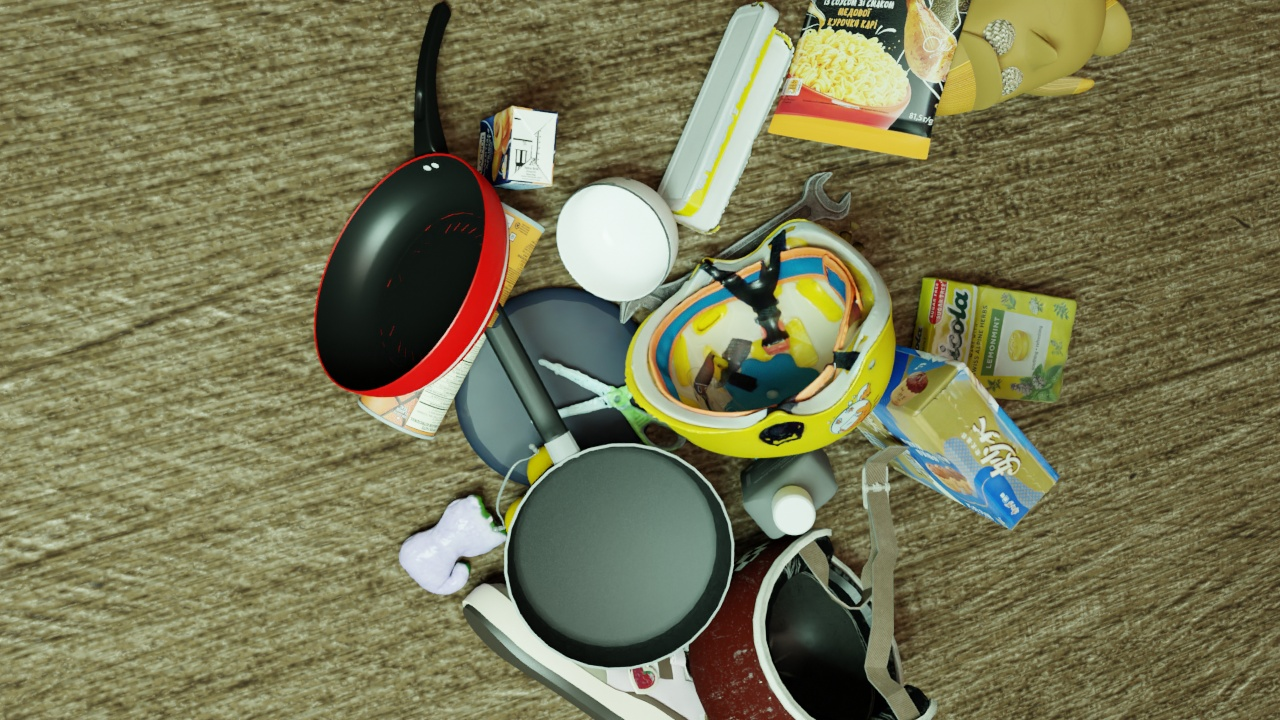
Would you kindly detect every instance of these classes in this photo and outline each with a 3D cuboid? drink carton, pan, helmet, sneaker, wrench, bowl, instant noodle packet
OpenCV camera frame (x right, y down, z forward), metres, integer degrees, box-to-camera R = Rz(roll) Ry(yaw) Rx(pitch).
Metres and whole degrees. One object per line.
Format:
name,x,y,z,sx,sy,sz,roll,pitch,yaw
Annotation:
drink carton,-0.109,-0.181,0.790,0.040,0.130,0.064,4,97,-21
pan,-0.183,-0.139,0.778,0.067,0.209,0.355,28,63,-48
helmet,0.119,0.006,0.839,0.240,0.209,0.140,-28,136,7
sneaker,-0.035,0.285,0.908,0.294,0.112,0.116,39,66,-15
wrench,0.098,-0.103,0.907,0.273,0.010,0.070,-34,105,-11
helmet,0.165,0.264,0.872,0.233,0.254,0.233,-22,72,-29
pan,-0.006,0.005,0.904,0.356,0.021,0.199,-18,103,-12
bowl,-0.015,-0.117,0.847,0.113,0.063,0.114,12,122,19
pan,-0.054,0.106,0.813,0.204,0.044,0.355,-28,98,-5
instant noodle packet,0.222,-0.309,0.860,0.032,0.160,0.221,9,98,-58

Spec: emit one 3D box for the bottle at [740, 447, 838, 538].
bottle,0.140,0.120,0.865,0.084,0.173,0.046,-40,92,10

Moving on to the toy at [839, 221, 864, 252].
toy,0.197,-0.092,0.920,0.076,0.063,0.100,32,84,-36

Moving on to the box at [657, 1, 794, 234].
box,0.086,-0.226,0.860,0.079,0.080,0.209,22,92,-14

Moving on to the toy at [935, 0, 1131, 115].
toy,0.344,-0.311,0.879,0.203,0.162,0.199,-28,120,2

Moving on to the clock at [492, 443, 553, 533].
clock,-0.062,0.138,0.878,0.151,0.052,0.114,19,103,-24

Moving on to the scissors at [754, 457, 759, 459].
scissors,0.129,0.048,0.944,0.135,0.015,0.135,-43,116,-4

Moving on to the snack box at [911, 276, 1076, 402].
snack box,0.381,-0.019,0.985,0.180,0.045,0.121,6,97,-15

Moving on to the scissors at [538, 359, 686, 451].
scissors,-0.022,0.043,0.885,0.170,0.028,0.139,-11,105,-12

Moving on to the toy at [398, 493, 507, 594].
toy,-0.177,0.179,0.879,0.099,0.036,0.080,-34,115,-2

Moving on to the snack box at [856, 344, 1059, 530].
snack box,0.276,0.061,0.889,0.069,0.203,0.155,-45,107,-4

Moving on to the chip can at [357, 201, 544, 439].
chip can,-0.169,-0.041,0.824,0.075,0.075,0.215,28,91,-17
